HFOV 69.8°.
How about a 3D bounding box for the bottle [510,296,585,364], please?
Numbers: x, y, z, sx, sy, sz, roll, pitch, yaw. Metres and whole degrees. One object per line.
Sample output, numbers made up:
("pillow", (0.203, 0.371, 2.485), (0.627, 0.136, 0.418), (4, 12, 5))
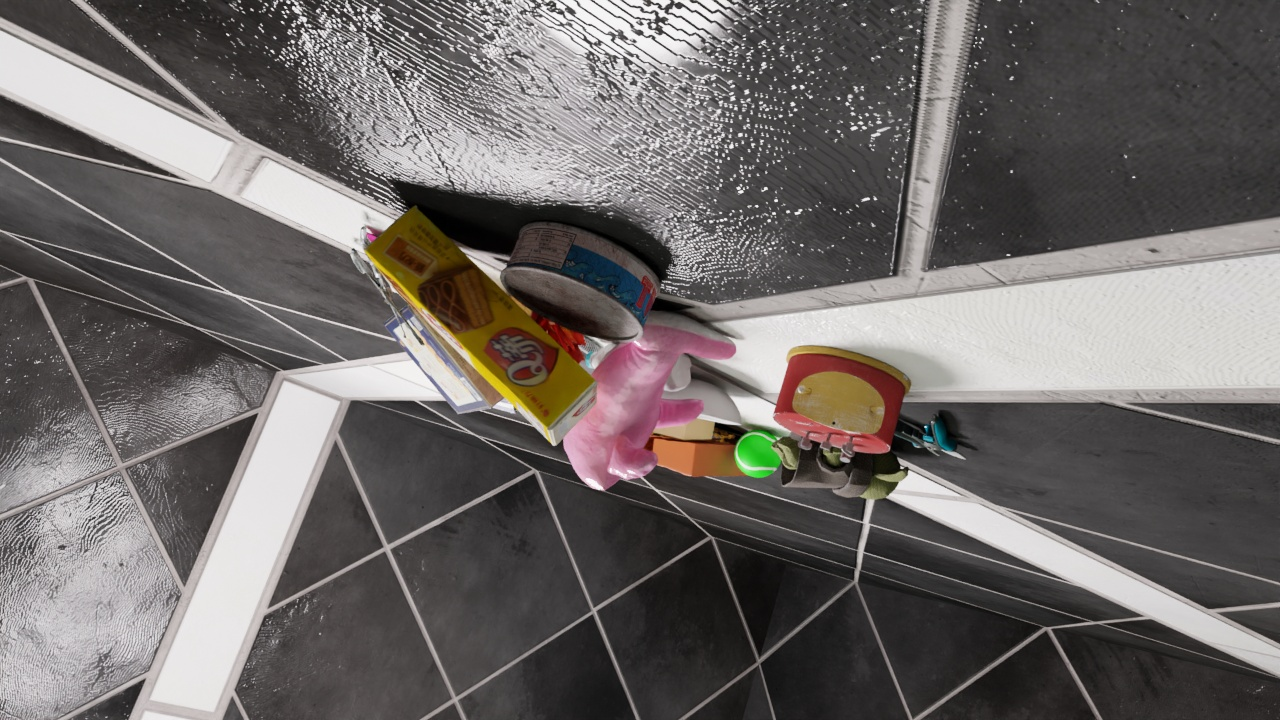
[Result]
("bottle", (-0.107, -0.015, 0.999), (0.099, 0.098, 0.111), (7, 150, 41))

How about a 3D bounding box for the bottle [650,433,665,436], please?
("bottle", (-0.016, 0.083, 1.334), (0.181, 0.059, 0.059), (26, 165, -30))

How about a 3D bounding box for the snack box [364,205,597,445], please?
("snack box", (-0.141, -0.028, 0.834), (0.230, 0.061, 0.110), (44, 169, 7))

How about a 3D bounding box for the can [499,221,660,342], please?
("can", (-0.051, -0.064, 0.779), (0.130, 0.044, 0.130), (20, 164, 6))

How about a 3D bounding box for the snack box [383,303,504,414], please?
("snack box", (-0.220, -0.007, 1.048), (0.144, 0.042, 0.145), (52, 157, -12))

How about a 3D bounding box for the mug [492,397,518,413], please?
("mug", (-0.215, 0.022, 1.345), (0.104, 0.084, 0.123), (15, -169, 7))

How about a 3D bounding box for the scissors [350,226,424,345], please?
("scissors", (-0.272, -0.083, 0.958), (0.141, 0.014, 0.175), (43, 156, 29))

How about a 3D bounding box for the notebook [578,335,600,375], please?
("notebook", (-0.089, -0.004, 1.173), (0.149, 0.016, 0.206), (11, 165, 33))

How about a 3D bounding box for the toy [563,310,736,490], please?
("toy", (-0.015, 0.056, 0.928), (0.186, 0.127, 0.266), (11, 140, -17))

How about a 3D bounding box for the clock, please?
("clock", (0.185, 0.051, 0.871), (0.117, 0.081, 0.159), (16, 167, 12))

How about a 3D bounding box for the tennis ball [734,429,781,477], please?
("tennis ball", (0.161, 0.127, 1.257), (0.065, 0.065, 0.065), (18, 167, 4))

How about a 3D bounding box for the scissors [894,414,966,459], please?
("scissors", (0.291, 0.075, 0.967), (0.124, 0.019, 0.155), (16, 166, 13))

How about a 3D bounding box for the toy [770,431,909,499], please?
("toy", (0.237, 0.123, 1.106), (0.153, 0.078, 0.179), (11, 167, -2))

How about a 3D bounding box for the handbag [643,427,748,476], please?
("handbag", (0.092, 0.127, 1.323), (0.109, 0.060, 0.171), (8, -179, 44))

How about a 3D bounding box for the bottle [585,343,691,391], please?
("bottle", (-0.006, 0.006, 1.033), (0.136, 0.044, 0.044), (8, 163, 39))

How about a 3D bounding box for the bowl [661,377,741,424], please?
("bowl", (0.049, 0.041, 1.086), (0.149, 0.043, 0.149), (12, 176, 1))

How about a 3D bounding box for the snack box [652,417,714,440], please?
("snack box", (0.024, 0.074, 1.229), (0.126, 0.040, 0.088), (11, -179, 29))

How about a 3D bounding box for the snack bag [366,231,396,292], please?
("snack bag", (-0.258, -0.094, 1.016), (0.070, 0.016, 0.197), (24, 165, 0))
